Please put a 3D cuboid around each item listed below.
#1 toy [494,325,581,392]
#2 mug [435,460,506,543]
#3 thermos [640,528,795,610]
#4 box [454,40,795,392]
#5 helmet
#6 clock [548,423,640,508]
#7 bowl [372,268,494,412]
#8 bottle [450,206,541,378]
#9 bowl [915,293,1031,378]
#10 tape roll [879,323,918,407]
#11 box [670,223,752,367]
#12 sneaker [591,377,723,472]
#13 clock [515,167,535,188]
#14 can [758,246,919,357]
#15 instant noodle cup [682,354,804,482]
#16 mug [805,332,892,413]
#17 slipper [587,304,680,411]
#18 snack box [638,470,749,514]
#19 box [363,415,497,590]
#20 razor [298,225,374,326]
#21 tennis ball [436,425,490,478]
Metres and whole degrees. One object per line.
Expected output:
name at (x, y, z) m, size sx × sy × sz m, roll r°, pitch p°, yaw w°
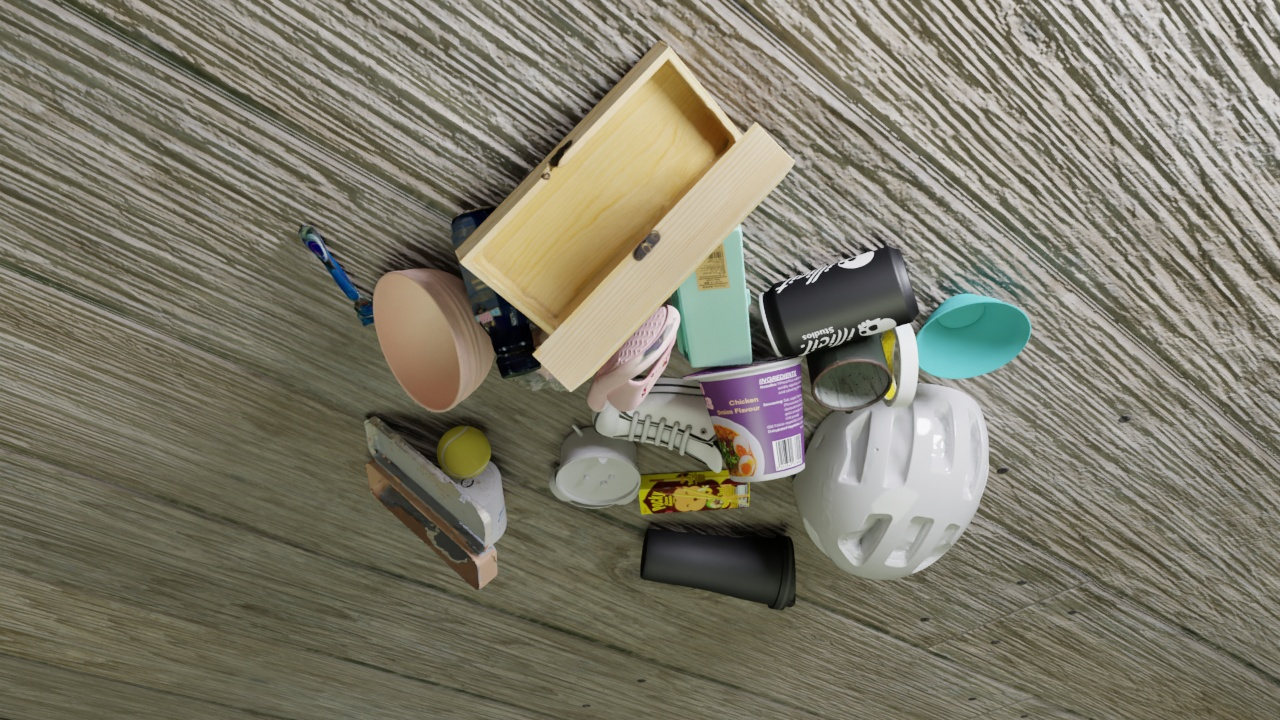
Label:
toy at (-0.065, -0.024, 0.932) m, size 0.132 × 0.076 × 0.176 m, roll -27°, pitch 163°, yaw -42°
mug at (-0.214, 0.199, 1.183) m, size 0.083 × 0.119 × 0.097 m, roll -12°, pitch 140°, yaw -12°
thermos at (0.113, 0.292, 1.319) m, size 0.218 × 0.105 × 0.106 m, roll 9°, pitch 138°, yaw -4°
box at (-0.005, -0.111, 0.775) m, size 0.249 × 0.184 × 0.141 m, roll -44°, pitch 159°, yaw 7°
helmet at (0.323, 0.150, 1.161) m, size 0.224 × 0.183 × 0.283 m, roll 12°, pitch 117°, yaw -20°
clock at (-0.056, 0.148, 1.173) m, size 0.120 × 0.061 × 0.160 m, roll 5°, pitch 137°, yaw -7°
bowl at (-0.198, -0.029, 0.932) m, size 0.076 × 0.153 × 0.153 m, roll -27°, pitch 156°, yaw -39°
bottle at (-0.134, -0.063, 0.869) m, size 0.056 × 0.161 × 0.056 m, roll -17°, pitch 180°, yaw 0°
bowl at (0.349, -0.037, 0.985) m, size 0.121 × 0.046 × 0.121 m, roll -1°, pitch 139°, yaw -1°
tape roll at (0.277, 0.004, 0.993) m, size 0.019 × 0.093 × 0.094 m, roll -1°, pitch 139°, yaw -1°
box at (0.073, -0.063, 0.901) m, size 0.077 × 0.080 × 0.189 m, roll -34°, pitch 142°, yaw -20°
sneaker at (0.065, 0.088, 1.080) m, size 0.245 × 0.097 × 0.091 m, roll 5°, pitch 138°, yaw -8°
clock at (-0.046, -0.135, 0.850) m, size 0.156 × 0.062 × 0.110 m, roll -18°, pitch 126°, yaw -5°
can at (0.201, -0.058, 0.932) m, size 0.146 × 0.080 × 0.080 m, roll -18°, pitch 136°, yaw 18°
instant noodle cup at (0.121, 0.065, 0.996) m, size 0.136 × 0.122 × 0.122 m, roll -11°, pitch -177°, yaw -17°
mug at (0.224, 0.007, 1.004) m, size 0.085 × 0.081 × 0.111 m, roll -7°, pitch 138°, yaw 6°
slipper at (-0.006, 0.006, 0.955) m, size 0.055 × 0.106 × 0.222 m, roll 38°, pitch 159°, yaw -3°
snack box at (0.072, 0.177, 1.236) m, size 0.149 × 0.025 × 0.061 m, roll -4°, pitch 138°, yaw 3°
box at (-0.258, 0.171, 1.117) m, size 0.216 × 0.043 × 0.151 m, roll 35°, pitch 146°, yaw 25°
razor at (-0.304, -0.083, 0.937) m, size 0.044 × 0.018 × 0.141 m, roll -14°, pitch 137°, yaw 15°
tennis ball at (-0.216, 0.113, 1.125) m, size 0.065 × 0.065 × 0.065 m, roll -1°, pitch 139°, yaw -1°
